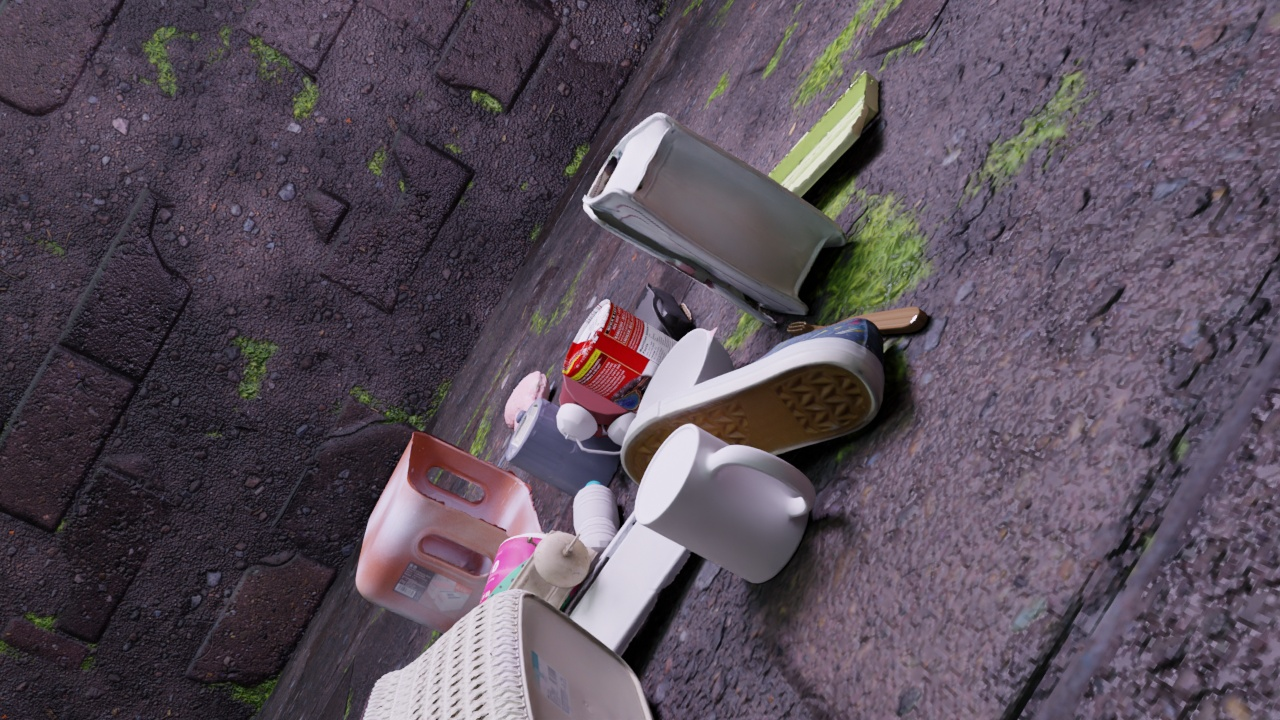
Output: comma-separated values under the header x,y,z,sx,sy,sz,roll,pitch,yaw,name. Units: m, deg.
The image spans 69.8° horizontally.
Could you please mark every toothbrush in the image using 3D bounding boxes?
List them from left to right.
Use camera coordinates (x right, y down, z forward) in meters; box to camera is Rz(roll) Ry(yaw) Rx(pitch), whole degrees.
x,y,z,sx,sy,sz,roll,pitch,yaw,name
0.152,-0.025,0.666,0.016,0.016,0.167,-61,16,-11,toothbrush

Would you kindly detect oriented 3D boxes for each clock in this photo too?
x,y,z,sx,sy,sz,roll,pitch,yaw,name
-0.077,0.177,0.764,0.092,0.054,0.141,-51,-6,-41,clock
-0.040,0.043,0.976,0.048,0.096,0.137,106,168,-49,clock

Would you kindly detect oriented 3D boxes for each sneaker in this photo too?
x,y,z,sx,sy,sz,roll,pitch,yaw,name
0.075,0.031,0.660,0.236,0.087,0.079,-31,19,43,sneaker

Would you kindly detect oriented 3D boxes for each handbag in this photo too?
x,y,z,sx,sy,sz,roll,pitch,yaw,name
0.015,-0.036,1.044,0.079,0.054,0.128,-61,18,15,handbag
0.056,-0.113,0.787,0.096,0.198,0.142,-63,15,-6,handbag

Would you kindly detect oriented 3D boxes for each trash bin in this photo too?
x,y,z,sx,sy,sz,roll,pitch,yaw,name
-0.245,0.218,1.164,0.157,0.181,0.259,-60,16,5,trash bin

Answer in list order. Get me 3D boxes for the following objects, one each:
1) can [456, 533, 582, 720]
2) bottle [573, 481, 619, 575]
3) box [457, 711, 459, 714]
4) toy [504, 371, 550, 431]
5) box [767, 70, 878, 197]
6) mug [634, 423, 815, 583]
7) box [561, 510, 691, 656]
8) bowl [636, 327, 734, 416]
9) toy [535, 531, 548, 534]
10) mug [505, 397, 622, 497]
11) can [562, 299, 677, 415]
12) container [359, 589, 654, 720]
x,y,z,sx,sy,sz,roll,pitch,yaw,name
-0.110,0.247,0.850,0.088,0.088,0.165,-45,21,42,can
-0.042,0.157,0.885,0.044,0.044,0.136,-55,16,15,bottle
-0.174,0.326,0.936,0.166,0.094,0.084,-39,28,31,box
-0.178,0.077,1.450,0.109,0.053,0.105,-52,28,26,toy
0.160,-0.186,0.903,0.188,0.030,0.138,-46,15,40,box
0.063,0.088,0.597,0.111,0.090,0.073,-39,25,52,mug
-0.010,0.167,0.749,0.209,0.045,0.128,-53,18,-5,box
0.047,0.033,0.820,0.115,0.050,0.114,-53,17,23,bowl
-0.119,0.231,0.997,0.092,0.043,0.117,-57,13,17,toy
-0.088,0.096,1.030,0.084,0.104,0.124,-60,16,3,mug
-0.006,0.006,0.910,0.087,0.116,0.086,-53,17,23,can
-0.076,0.260,0.573,0.143,0.184,0.251,-49,16,4,container
